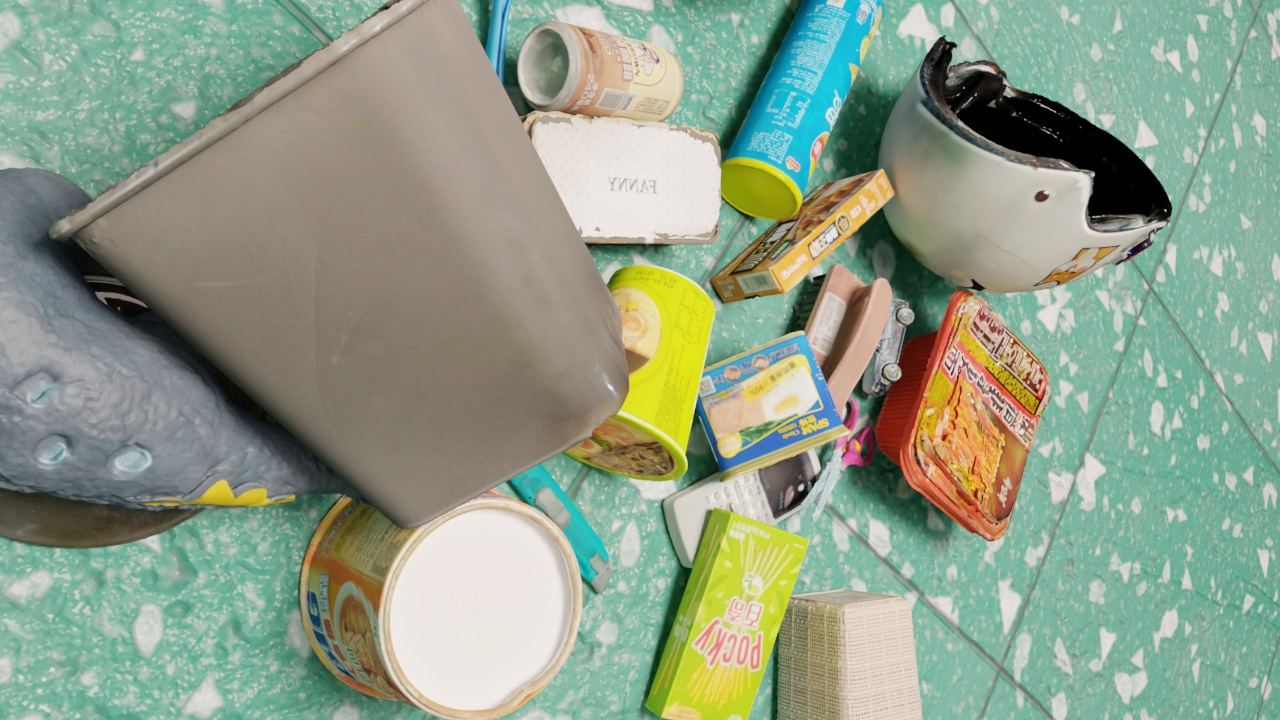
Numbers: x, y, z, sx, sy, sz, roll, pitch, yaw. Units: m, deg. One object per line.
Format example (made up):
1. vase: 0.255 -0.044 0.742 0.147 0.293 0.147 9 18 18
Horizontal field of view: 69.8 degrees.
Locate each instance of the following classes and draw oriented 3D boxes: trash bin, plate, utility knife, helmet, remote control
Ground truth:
1. trash bin: -0.127 -0.055 0.487 0.199 0.198 0.220 -28 117 10
2. plate: -0.290 0.012 0.489 0.179 0.024 0.179 2 86 -32
3. utility knife: -0.070 0.091 0.632 0.029 0.013 0.182 -45 110 -27
4. helmet: 0.312 -0.145 0.798 0.273 0.157 0.230 -1 49 -42
5. remote control: 0.086 0.109 0.727 0.149 0.021 0.058 -23 100 -31

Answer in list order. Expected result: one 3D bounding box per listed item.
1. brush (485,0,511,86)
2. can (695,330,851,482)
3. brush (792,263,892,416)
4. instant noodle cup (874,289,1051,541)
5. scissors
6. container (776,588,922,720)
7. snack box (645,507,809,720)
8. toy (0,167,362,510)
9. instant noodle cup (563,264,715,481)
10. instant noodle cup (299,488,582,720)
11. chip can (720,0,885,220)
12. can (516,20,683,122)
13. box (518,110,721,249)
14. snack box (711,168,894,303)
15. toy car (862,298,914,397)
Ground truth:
1. brush: -0.095 -0.237 0.625 0.083 0.046 0.254 4 89 -37
2. can: 0.093 0.035 0.684 0.102 0.057 0.083 -22 81 8
3. brush: 0.154 -0.003 0.748 0.063 0.073 0.145 34 72 -27
4. instant noodle cup: 0.282 0.052 0.818 0.164 0.079 0.188 37 66 -30
5. scissors: 0.160 0.079 0.763 0.137 0.017 0.073 -37 110 -44
6. container: 0.164 0.244 0.732 0.089 0.090 0.111 3 82 -33
7. snack box: 0.067 0.196 0.693 0.085 0.026 0.156 24 83 -32
8. toy: -0.279 -0.016 0.431 0.356 0.092 0.137 51 47 -24
9. instant noodle cup: -0.004 0.004 0.633 0.111 0.112 0.123 34 61 -27
10. instant noodle cup: -0.112 0.138 0.544 0.151 0.112 0.151 2 86 -33
11. chip can: 0.133 -0.218 0.747 0.071 0.071 0.209 36 68 -26
12. can: -0.026 -0.196 0.635 0.116 0.059 0.058 -11 93 -49
13. box: -0.028 -0.121 0.632 0.184 0.061 0.090 -2 97 -36
14. snack box: 0.131 -0.100 0.736 0.153 0.075 0.026 -41 110 -28
15. toy car: 0.213 -0.012 0.806 0.034 0.043 0.090 17 73 -3
